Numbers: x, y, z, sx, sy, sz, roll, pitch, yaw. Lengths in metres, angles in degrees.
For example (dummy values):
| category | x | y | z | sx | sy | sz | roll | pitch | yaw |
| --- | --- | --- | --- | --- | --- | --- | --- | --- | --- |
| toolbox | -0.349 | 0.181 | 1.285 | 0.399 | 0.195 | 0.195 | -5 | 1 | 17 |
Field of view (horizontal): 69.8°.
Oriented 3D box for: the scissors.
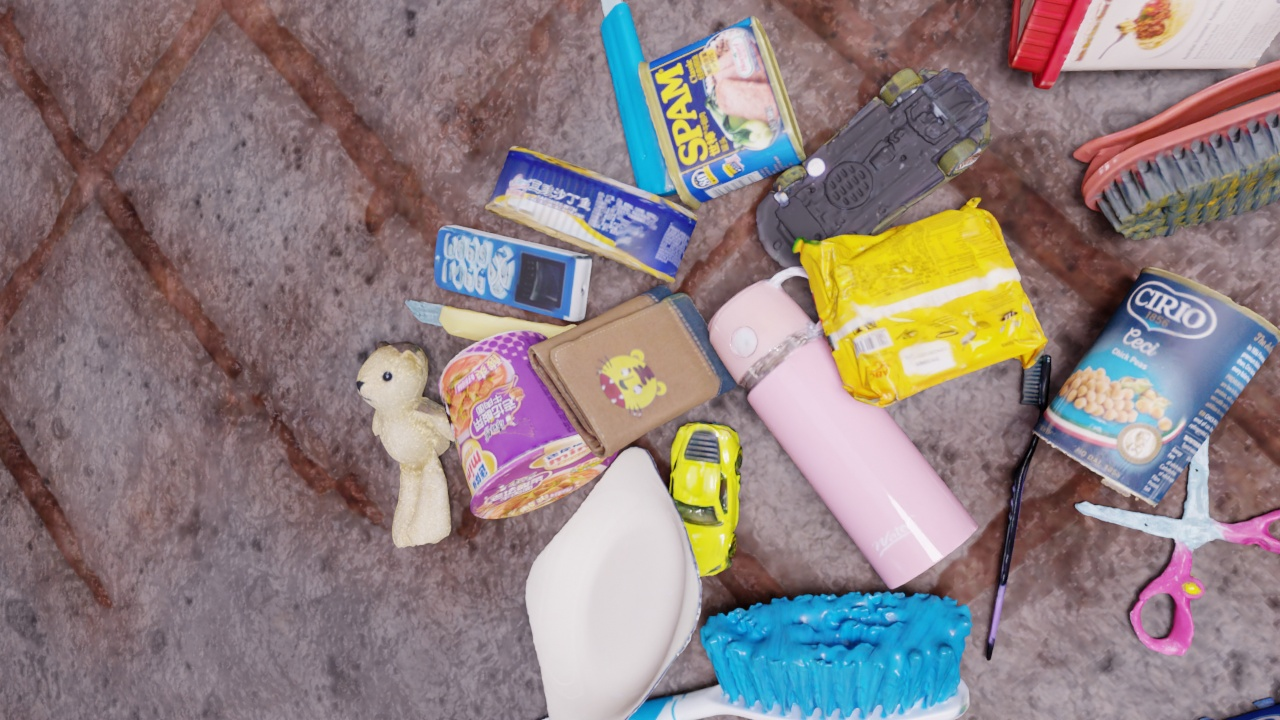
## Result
| category | x | y | z | sx | sy | sz | roll | pitch | yaw |
| --- | --- | --- | --- | --- | --- | --- | --- | --- | --- |
| scissors | 0.317 | 0.102 | 0.517 | 0.134 | 0.017 | 0.133 | 6 | 87 | 25 |

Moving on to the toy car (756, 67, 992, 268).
| category | x | y | z | sx | sy | sz | roll | pitch | yaw |
| --- | --- | --- | --- | --- | --- | --- | --- | --- | --- |
| toy car | 0.143 | -0.117 | 0.576 | 0.158 | 0.042 | 0.070 | -37 | 76 | 17 |

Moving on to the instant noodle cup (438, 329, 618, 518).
| category | x | y | z | sx | sy | sz | roll | pitch | yaw |
| --- | --- | --- | --- | --- | --- | --- | --- | --- | --- |
| instant noodle cup | -0.084 | 0.041 | 0.632 | 0.112 | 0.111 | 0.099 | -36 | 68 | 17 |

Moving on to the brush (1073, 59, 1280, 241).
| category | x | y | z | sx | sy | sz | roll | pitch | yaw |
| --- | --- | --- | --- | --- | --- | --- | --- | --- | --- |
| brush | 0.317 | -0.117 | 0.500 | 0.146 | 0.063 | 0.069 | -18 | 59 | 22 |

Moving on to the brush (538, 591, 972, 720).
| category | x | y | z | sx | sy | sz | roll | pitch | yaw |
| --- | --- | --- | --- | --- | --- | --- | --- | --- | --- |
| brush | 0.053 | 0.210 | 0.591 | 0.315 | 0.060 | 0.109 | -7 | 120 | 19 |

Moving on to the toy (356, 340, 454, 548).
| category | x | y | z | sx | sy | sz | roll | pitch | yaw |
| --- | --- | --- | --- | --- | --- | --- | --- | --- | --- |
| toy | -0.175 | 0.063 | 0.686 | 0.105 | 0.066 | 0.157 | 1 | 100 | 45 |

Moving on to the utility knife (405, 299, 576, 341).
| category | x | y | z | sx | sy | sz | roll | pitch | yaw |
| --- | --- | --- | --- | --- | --- | --- | --- | --- | --- |
| utility knife | -0.100 | -0.022 | 0.680 | 0.183 | 0.019 | 0.031 | 8 | 121 | 18 |

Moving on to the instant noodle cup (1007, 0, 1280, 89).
| category | x | y | z | sx | sy | sz | roll | pitch | yaw |
| --- | --- | --- | --- | --- | --- | --- | --- | --- | --- |
| instant noodle cup | 0.273 | -0.212 | 0.486 | 0.124 | 0.117 | 0.116 | 8 | 68 | 11 |

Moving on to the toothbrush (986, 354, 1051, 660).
| category | x | y | z | sx | sy | sz | roll | pitch | yaw |
| --- | --- | --- | --- | --- | --- | --- | --- | --- | --- |
| toothbrush | 0.224 | 0.089 | 0.554 | 0.017 | 0.014 | 0.189 | 11 | 93 | 29 |

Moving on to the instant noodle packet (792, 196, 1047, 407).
| category | x | y | z | sx | sy | sz | roll | pitch | yaw |
| --- | --- | --- | --- | --- | --- | --- | --- | --- | --- |
| instant noodle packet | 0.162 | -0.034 | 0.538 | 0.128 | 0.044 | 0.110 | -14 | 76 | -15 |

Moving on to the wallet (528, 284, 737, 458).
| category | x | y | z | sx | sy | sz | roll | pitch | yaw |
| --- | --- | --- | --- | --- | --- | --- | --- | --- | --- |
| wallet | -0.004 | 0.004 | 0.599 | 0.090 | 0.115 | 0.033 | 55 | 149 | 14 |

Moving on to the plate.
| category | x | y | z | sx | sy | sz | roll | pitch | yaw |
| --- | --- | --- | --- | --- | --- | --- | --- | --- | --- |
| plate | -0.013 | 0.156 | 0.603 | 0.165 | 0.034 | 0.163 | -53 | 34 | 23 |

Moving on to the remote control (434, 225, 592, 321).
| category | x | y | z | sx | sy | sz | roll | pitch | yaw |
| --- | --- | --- | --- | --- | --- | --- | --- | --- | --- |
| remote control | -0.095 | -0.066 | 0.676 | 0.125 | 0.024 | 0.049 | 16 | 109 | 22 |

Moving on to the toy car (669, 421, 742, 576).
| category | x | y | z | sx | sy | sz | roll | pitch | yaw |
| --- | --- | --- | --- | --- | --- | --- | --- | --- | --- |
| toy car | 0.041 | 0.094 | 0.617 | 0.048 | 0.032 | 0.105 | 4 | 92 | 21 |

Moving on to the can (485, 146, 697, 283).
| category | x | y | z | sx | sy | sz | roll | pitch | yaw |
| --- | --- | --- | --- | --- | --- | --- | --- | --- | --- |
| can | -0.035 | -0.101 | 0.630 | 0.148 | 0.074 | 0.049 | 23 | 94 | 21 |

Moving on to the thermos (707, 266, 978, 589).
| category | x | y | z | sx | sy | sz | roll | pitch | yaw |
| --- | --- | --- | --- | --- | --- | --- | --- | --- | --- |
| thermos | 0.125 | 0.034 | 0.565 | 0.087 | 0.067 | 0.198 | -42 | 74 | 28 |

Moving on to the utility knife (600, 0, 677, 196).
| category | x | y | z | sx | sy | sz | roll | pitch | yaw |
| --- | --- | --- | --- | --- | --- | --- | --- | --- | --- |
| utility knife | -0.006 | -0.199 | 0.650 | 0.034 | 0.018 | 0.182 | -21 | 79 | 40 |

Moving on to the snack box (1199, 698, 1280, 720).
| category | x | y | z | sx | sy | sz | roll | pitch | yaw |
| --- | --- | --- | --- | --- | --- | --- | --- | --- | --- |
| snack box | 0.354 | 0.211 | 0.476 | 0.208 | 0.057 | 0.058 | -27 | 81 | 19 |

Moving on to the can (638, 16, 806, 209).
| category | x | y | z | sx | sy | sz | roll | pitch | yaw |
| --- | --- | --- | --- | --- | --- | --- | --- | --- | --- |
| can | 0.055 | -0.163 | 0.605 | 0.083 | 0.057 | 0.102 | -19 | 81 | 18 |

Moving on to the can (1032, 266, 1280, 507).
| category | x | y | z | sx | sy | sz | roll | pitch | yaw |
| --- | --- | --- | --- | --- | --- | --- | --- | --- | --- |
| can | 0.278 | 0.015 | 0.501 | 0.075 | 0.075 | 0.111 | 34 | 101 | 19 |
